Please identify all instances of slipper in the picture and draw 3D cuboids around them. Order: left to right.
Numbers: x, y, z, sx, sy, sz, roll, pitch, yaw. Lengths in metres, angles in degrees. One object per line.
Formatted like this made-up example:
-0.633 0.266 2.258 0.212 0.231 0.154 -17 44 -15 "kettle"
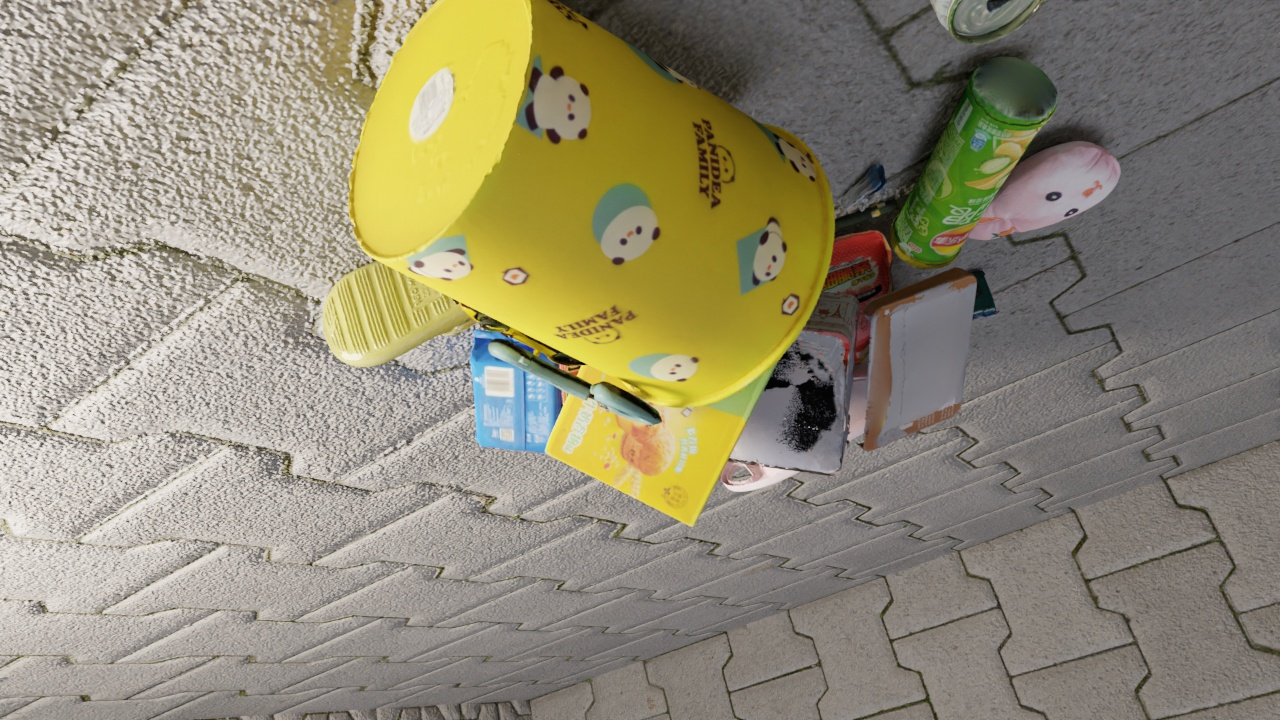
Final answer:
-0.182 -0.048 0.802 0.191 0.091 0.081 -23 155 10 "slipper"

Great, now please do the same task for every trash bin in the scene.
-0.036 -0.108 0.619 0.230 0.229 0.255 -33 143 33 "trash bin"

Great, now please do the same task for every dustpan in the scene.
0.230 0.074 1.118 0.273 0.139 0.222 -5 -174 -1 "dustpan"

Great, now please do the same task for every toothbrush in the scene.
0.164 -0.123 0.914 0.186 0.012 0.017 -19 160 10 "toothbrush"

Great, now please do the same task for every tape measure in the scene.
0.384 -0.074 1.072 0.055 0.058 0.025 -18 155 16 "tape measure"

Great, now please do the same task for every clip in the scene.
0.208 -0.159 0.854 0.029 0.024 0.057 0 157 -19 "clip"

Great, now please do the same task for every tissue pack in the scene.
-0.128 0.034 0.965 0.095 0.052 0.157 6 127 3 "tissue pack"

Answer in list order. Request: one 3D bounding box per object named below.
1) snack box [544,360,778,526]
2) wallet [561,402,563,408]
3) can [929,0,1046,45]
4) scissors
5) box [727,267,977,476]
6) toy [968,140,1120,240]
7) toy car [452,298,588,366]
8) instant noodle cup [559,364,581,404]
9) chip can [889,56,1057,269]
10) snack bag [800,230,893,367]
0.025 0.023 0.838 0.210 0.158 0.070 -66 174 18 "snack box"
-0.059 0.055 1.149 0.096 0.020 0.122 -20 153 -1 "wallet"
0.172 -0.248 0.511 0.058 0.146 0.058 -12 154 -6 "can"
-0.053 0.019 0.733 0.179 0.019 0.172 23 175 2 "scissors"
0.207 0.012 0.919 0.274 0.124 0.179 -6 124 -2 "box"
0.388 -0.162 0.909 0.160 0.054 0.121 -25 153 38 "toy"
-0.086 -0.042 0.747 0.041 0.071 0.155 -5 157 40 "toy car"
-0.006 0.005 0.942 0.164 0.189 0.079 -7 -164 -13 "instant noodle cup"
0.290 -0.169 0.816 0.072 0.072 0.222 -10 154 -9 "chip can"
0.212 -0.068 0.996 0.129 0.073 0.208 -9 151 15 "snack bag"
